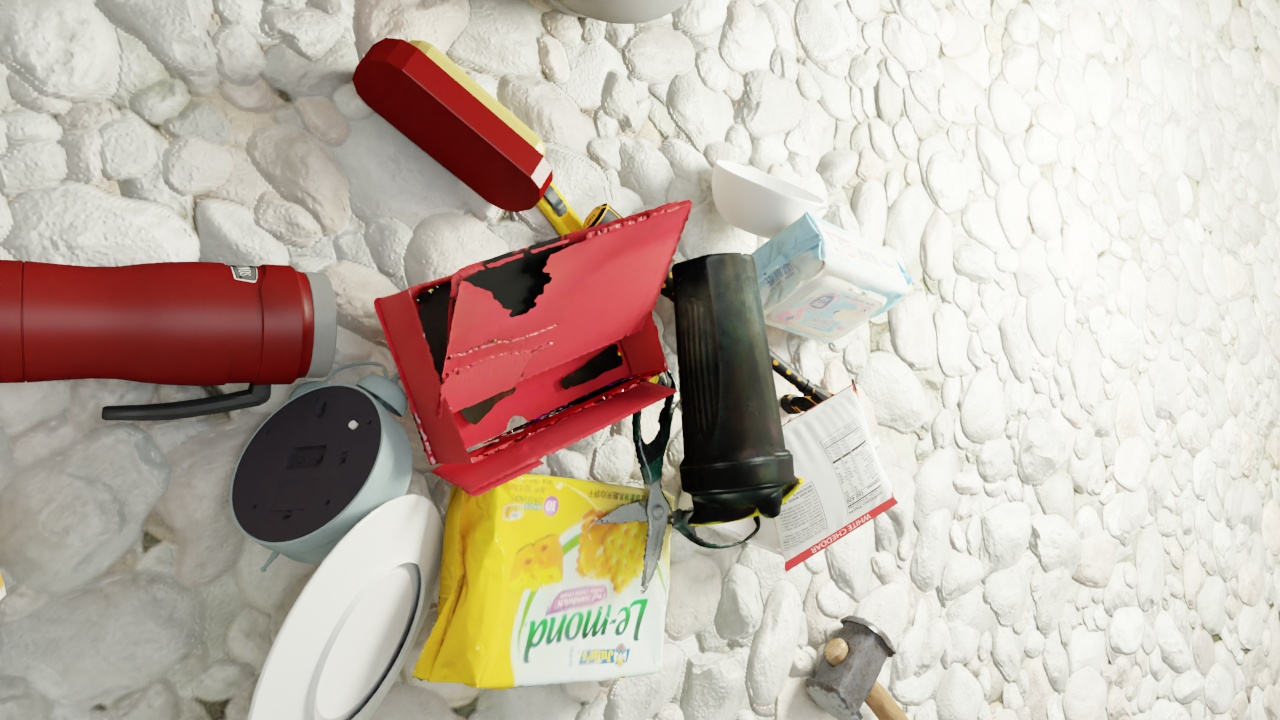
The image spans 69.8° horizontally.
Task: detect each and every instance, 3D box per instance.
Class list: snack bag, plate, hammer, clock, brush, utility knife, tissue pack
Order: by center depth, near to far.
[{"bbox_3d":[-0.188,0.192,0.625,0.015,0.209,0.208,20,68,14],"label":"plate"},{"bbox_3d":[-0.219,0.068,0.647,0.045,0.123,0.159,57,33,-50],"label":"clock"},{"bbox_3d":[-0.068,0.174,0.741,0.247,0.068,0.159,16,78,-46],"label":"snack bag"},{"bbox_3d":[-0.145,-0.192,0.741,0.173,0.082,0.041,38,66,-25],"label":"brush"},{"bbox_3d":[-0.080,-0.140,0.822,0.225,0.019,0.030,50,52,-16],"label":"utility knife"},{"bbox_3d":[0.169,0.113,0.859,0.130,0.039,0.144,-29,114,-9],"label":"snack bag"},{"bbox_3d":[0.077,-0.039,0.864,0.320,0.123,0.036,37,70,-20],"label":"hammer"},{"bbox_3d":[0.181,-0.074,0.910,0.181,0.112,0.070,14,49,-42],"label":"tissue pack"},{"bbox_3d":[0.292,0.409,0.997,0.328,0.052,0.097,50,61,-23],"label":"hammer"}]

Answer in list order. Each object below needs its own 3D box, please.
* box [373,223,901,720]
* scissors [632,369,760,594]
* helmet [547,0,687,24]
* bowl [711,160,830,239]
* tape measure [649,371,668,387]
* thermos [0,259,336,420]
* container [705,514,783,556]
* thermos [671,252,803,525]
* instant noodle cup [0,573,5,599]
[{"bbox_3d":[0.016,0.112,0.655,0.213,0.172,0.478,-23,62,-40],"label":"box"},{"bbox_3d":[0.042,0.113,0.803,0.204,0.015,0.201,30,59,-36],"label":"scissors"},{"bbox_3d":[-0.036,-0.357,0.816,0.270,0.118,0.183,-12,60,-38],"label":"helmet"},{"bbox_3d":[0.119,-0.154,0.909,0.114,0.114,0.051,7,113,-33],"label":"bowl"},{"bbox_3d":[-0.005,0.005,0.843,0.061,0.034,0.061,-16,93,-32],"label":"tape measure"},{"bbox_3d":[-0.314,-0.013,0.615,0.198,0.084,0.108,-1,104,-32],"label":"thermos"},{"bbox_3d":[0.095,0.134,0.888,0.129,0.050,0.080,26,71,-29],"label":"container"},{"bbox_3d":[0.075,0.024,0.772,0.098,0.098,0.220,-2,83,-34],"label":"thermos"},{"bbox_3d":[-0.428,0.095,0.508,0.123,0.124,0.121,-23,105,-33],"label":"instant noodle cup"}]
